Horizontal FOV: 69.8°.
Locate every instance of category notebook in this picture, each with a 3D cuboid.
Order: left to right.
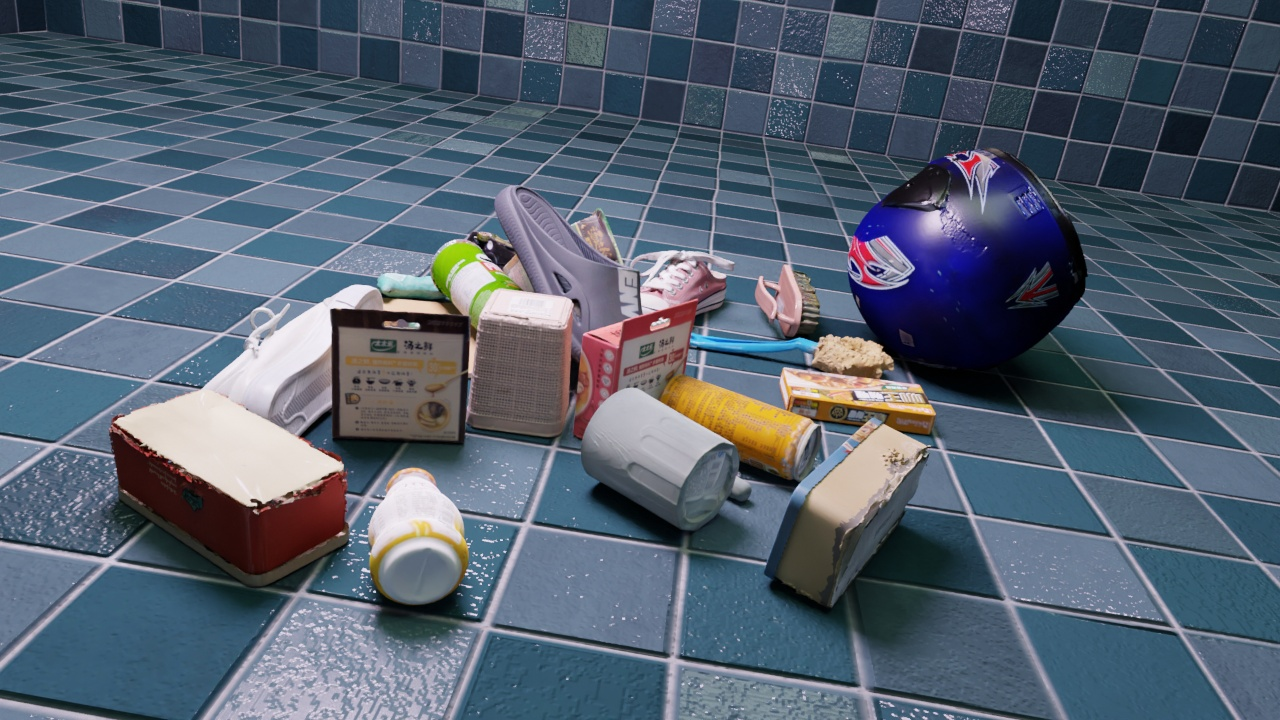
[{"bbox_3d":[-0.236,-0.028,1.013,0.147,0.008,0.207,3,23,-12],"label":"notebook"}]

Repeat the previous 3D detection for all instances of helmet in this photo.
[{"bbox_3d":[0.379,-0.122,1.140,0.241,0.247,0.315,-25,24,10],"label":"helmet"}]

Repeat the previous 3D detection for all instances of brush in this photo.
[{"bbox_3d":[0.168,-0.012,1.081,0.255,0.046,0.083,7,26,8],"label":"brush"},{"bbox_3d":[0.190,-0.074,1.198,0.073,0.063,0.145,11,24,-3],"label":"brush"}]

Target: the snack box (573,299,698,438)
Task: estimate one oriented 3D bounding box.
[{"bbox_3d":[-0.005,0.005,0.856,0.044,0.127,0.113,24,27,33],"label":"snack box"}]

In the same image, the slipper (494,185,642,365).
[{"bbox_3d":[-0.057,-0.086,0.946,0.268,0.083,0.110,59,24,14],"label":"slipper"}]

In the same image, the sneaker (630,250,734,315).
[{"bbox_3d":[0.046,-0.097,1.168,0.118,0.088,0.240,20,24,25],"label":"sneaker"}]

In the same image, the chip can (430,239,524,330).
[{"bbox_3d":[-0.164,-0.064,1.018,0.072,0.072,0.236,-6,27,-30],"label":"chip can"}]

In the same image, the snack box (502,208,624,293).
[{"bbox_3d":[-0.092,-0.098,1.066,0.105,0.117,0.118,-18,-5,-30],"label":"snack box"}]

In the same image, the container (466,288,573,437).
[{"bbox_3d":[-0.109,-0.001,0.855,0.090,0.111,0.089,8,23,-1],"label":"container"}]

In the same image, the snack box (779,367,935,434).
[{"bbox_3d":[0.228,0.042,0.978,0.154,0.026,0.075,8,23,-1],"label":"snack box"}]

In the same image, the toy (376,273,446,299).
[{"bbox_3d":[-0.277,-0.091,1.126,0.091,0.030,0.096,5,15,-20],"label":"toy"}]

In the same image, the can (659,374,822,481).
[{"bbox_3d":[0.089,0.061,0.844,0.146,0.058,0.058,20,25,25],"label":"can"}]

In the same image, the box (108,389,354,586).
[{"bbox_3d":[-0.290,0.077,0.650,0.168,0.080,0.091,21,27,27],"label":"box"}]

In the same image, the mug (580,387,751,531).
[{"bbox_3d":[0.027,0.084,0.759,0.103,0.084,0.123,27,4,36],"label":"mug"}]

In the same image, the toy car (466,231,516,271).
[{"bbox_3d":[-0.174,-0.119,1.170,0.158,0.070,0.042,29,22,38],"label":"toy car"}]

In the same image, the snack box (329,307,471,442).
[{"bbox_3d":[-0.204,0.007,0.784,0.113,0.126,0.053,3,23,-11],"label":"snack box"}]

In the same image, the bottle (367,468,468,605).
[{"bbox_3d":[-0.153,0.115,0.626,0.063,0.063,0.108,0,24,-18],"label":"bottle"}]

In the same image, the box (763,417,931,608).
[{"bbox_3d":[0.159,0.115,0.701,0.059,0.090,0.183,28,28,27],"label":"box"}]

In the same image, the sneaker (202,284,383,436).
[{"bbox_3d":[-0.314,0.000,0.829,0.091,0.090,0.241,7,28,9],"label":"sneaker"}]
